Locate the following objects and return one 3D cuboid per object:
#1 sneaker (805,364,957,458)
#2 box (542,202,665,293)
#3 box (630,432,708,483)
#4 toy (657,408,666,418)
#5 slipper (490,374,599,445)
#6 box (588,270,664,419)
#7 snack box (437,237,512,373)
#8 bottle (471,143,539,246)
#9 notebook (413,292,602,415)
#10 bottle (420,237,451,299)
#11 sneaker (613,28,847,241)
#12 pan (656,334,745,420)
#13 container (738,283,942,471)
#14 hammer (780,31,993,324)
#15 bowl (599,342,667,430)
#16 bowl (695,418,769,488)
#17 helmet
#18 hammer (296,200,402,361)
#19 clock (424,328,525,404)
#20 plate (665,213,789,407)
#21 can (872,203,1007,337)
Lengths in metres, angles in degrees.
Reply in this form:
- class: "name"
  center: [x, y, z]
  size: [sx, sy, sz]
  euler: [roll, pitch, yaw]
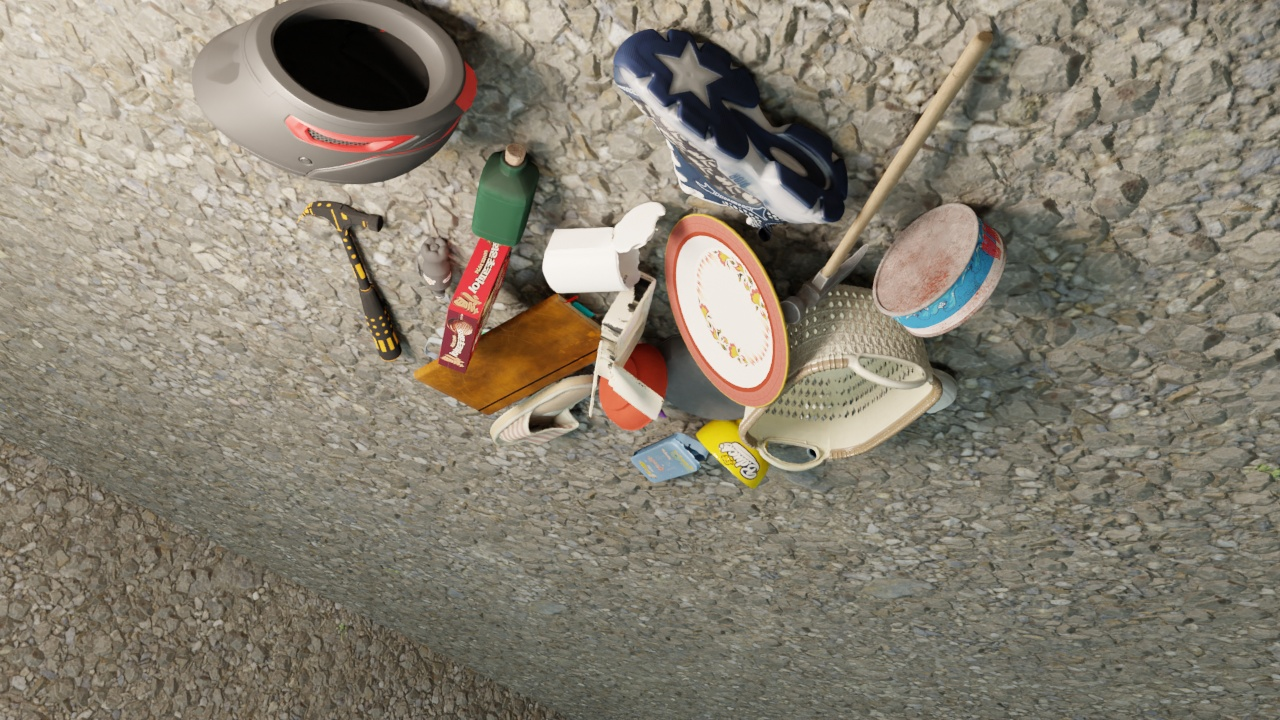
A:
- class: "sneaker"
  center: [0.302, 0.072, 1.206]
  size: [0.087, 0.079, 0.236]
  euler: [35, 144, -27]
- class: "box"
  center: [-0.037, -0.126, 1.060]
  size: [0.163, 0.084, 0.112]
  euler: [2, 138, 20]
- class: "box"
  center: [0.037, 0.160, 1.452]
  size: [0.066, 0.049, 0.210]
  euler: [30, 157, -11]
- class: "toy"
  center: [-0.003, 0.051, 1.319]
  size: [0.106, 0.056, 0.088]
  euler: [44, -171, 34]
- class: "slipper"
  center: [-0.145, 0.090, 1.429]
  size: [0.114, 0.052, 0.264]
  euler: [-4, 159, -37]
- class: "box"
  center: [-0.011, -0.005, 1.138]
  size: [0.095, 0.185, 0.146]
  euler: [8, 155, -3]
- class: "snack box"
  center: [-0.200, -0.082, 1.130]
  size: [0.036, 0.151, 0.133]
  euler: [20, 148, -6]
- class: "bottle"
  center: [-0.149, -0.191, 1.027]
  size: [0.061, 0.061, 0.132]
  euler: [18, 148, -7]
- class: "notebook"
  center: [-0.153, -0.003, 1.250]
  size: [0.250, 0.014, 0.178]
  euler: [-27, 148, 18]
- class: "bottle"
  center: [-0.269, -0.119, 1.215]
  size: [0.036, 0.036, 0.110]
  euler: [16, 148, 1]
- class: "sneaker"
  center: [0.068, -0.203, 0.889]
  size: [0.269, 0.103, 0.133]
  euler: [30, 152, -26]
- class: "pan"
  center: [0.100, -0.017, 1.196]
  size: [0.179, 0.041, 0.358]
  euler: [13, 147, 6]
- class: "container"
  center: [0.227, 0.021, 1.083]
  size: [0.184, 0.142, 0.247]
  euler: [10, 149, -17]
- class: "hammer"
  center: [0.231, -0.168, 0.876]
  size: [0.031, 0.119, 0.332]
  euler: [41, 140, 15]
- class: "bowl"
  center: [-0.018, 0.033, 1.244]
  size: [0.035, 0.121, 0.122]
  euler: [15, 156, -41]
- class: "bowl"
  center: [0.146, 0.125, 1.349]
  size: [0.117, 0.067, 0.117]
  euler: [42, -176, -4]
- class: "helmet"
  center: [-0.299, -0.257, 0.901]
  size: [0.264, 0.164, 0.170]
  euler: [12, 160, -11]
- class: "hammer"
  center: [-0.392, -0.104, 1.300]
  size: [0.123, 0.036, 0.321]
  euler: [12, 145, 9]
- class: "clock"
  center: [-0.240, 0.007, 1.353]
  size: [0.161, 0.075, 0.122]
  euler: [20, 147, -10]
- class: "plate"
  center: [0.099, -0.056, 1.033]
  size: [0.230, 0.021, 0.230]
  euler: [47, 150, 38]
- class: "can"
  center: [0.296, -0.090, 0.915]
  size: [0.044, 0.129, 0.130]
  euler: [31, 145, -22]
